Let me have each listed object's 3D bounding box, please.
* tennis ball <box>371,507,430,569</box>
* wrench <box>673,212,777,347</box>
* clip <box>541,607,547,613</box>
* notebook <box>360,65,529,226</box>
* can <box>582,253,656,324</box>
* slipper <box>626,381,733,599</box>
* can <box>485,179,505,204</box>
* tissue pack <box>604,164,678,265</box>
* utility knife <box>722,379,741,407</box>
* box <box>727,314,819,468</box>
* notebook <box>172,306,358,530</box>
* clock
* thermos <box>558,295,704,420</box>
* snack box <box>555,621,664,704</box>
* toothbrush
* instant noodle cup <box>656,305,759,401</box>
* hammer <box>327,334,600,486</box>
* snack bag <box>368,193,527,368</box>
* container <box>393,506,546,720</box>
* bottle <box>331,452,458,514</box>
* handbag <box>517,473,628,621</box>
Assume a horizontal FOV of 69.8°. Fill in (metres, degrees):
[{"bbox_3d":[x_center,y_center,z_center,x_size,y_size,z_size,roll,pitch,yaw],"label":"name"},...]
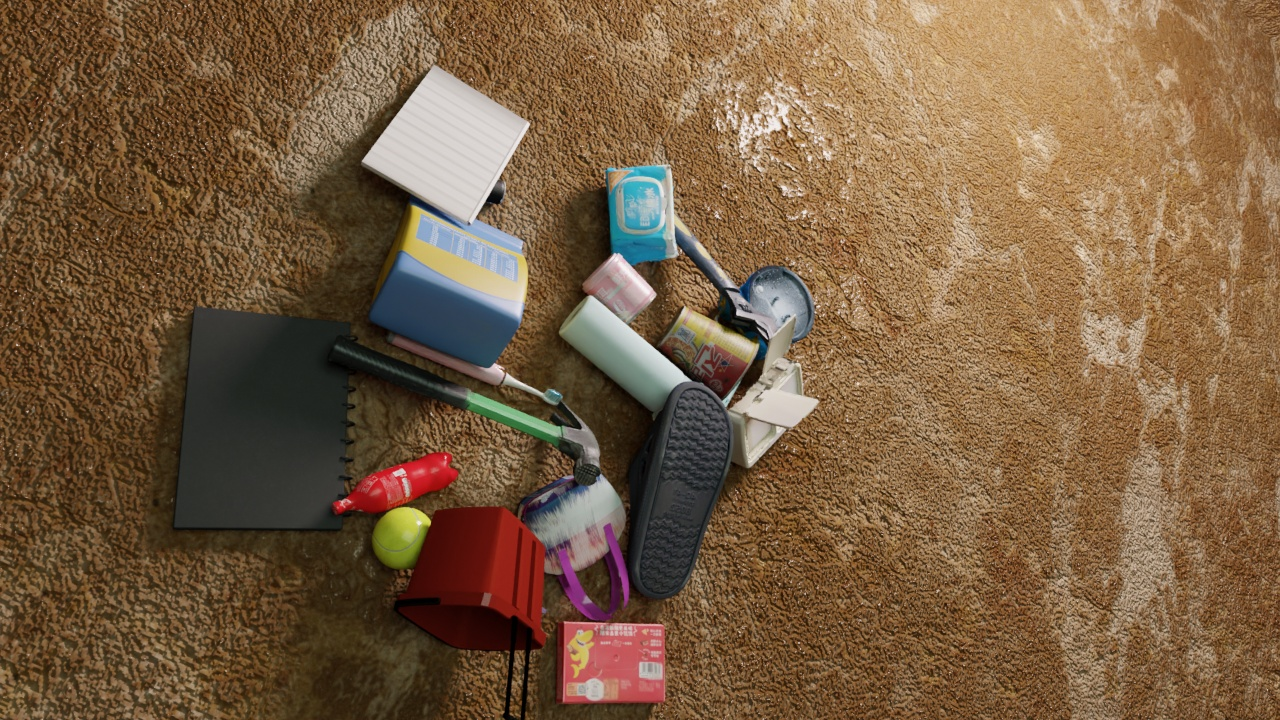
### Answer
[{"bbox_3d":[-0.251,0.189,0.973,0.065,0.065,0.065,10,69,-26],"label":"tennis ball"},{"bbox_3d":[0.100,-0.121,1.253,0.073,0.022,0.273,-12,58,-50],"label":"wrench"},{"bbox_3d":[-0.130,0.279,1.043,0.052,0.013,0.036,34,61,-18],"label":"clip"},{"bbox_3d":[-0.236,-0.272,1.145,0.142,0.009,0.209,29,50,-12],"label":"notebook"},{"bbox_3d":[-0.028,-0.092,1.195,0.076,0.067,0.067,46,57,-9],"label":"can"},{"bbox_3d":[0.038,0.159,1.146,0.110,0.083,0.268,17,85,-27],"label":"slipper"},{"bbox_3d":[-0.213,-0.220,1.156,0.080,0.032,0.031,10,68,-26],"label":"can"},{"bbox_3d":[0.002,-0.198,1.236,0.093,0.062,0.144,-4,74,-2],"label":"tissue pack"},{"bbox_3d":[0.109,0.062,1.252,0.158,0.015,0.022,-59,136,-29],"label":"utility knife"},{"bbox_3d":[0.186,0.055,1.199,0.101,0.187,0.144,33,57,23],"label":"box"},{"bbox_3d":[-0.389,0.062,0.968,0.169,0.019,0.231,6,71,-27],"label":"notebook"},{"bbox_3d":[0.173,-0.067,1.306,0.161,0.060,0.117,-26,88,-32],"label":"clock"},{"bbox_3d":[-0.007,0.007,1.174,0.207,0.065,0.078,40,97,-12],"label":"thermos"},{"bbox_3d":[-0.033,0.351,1.066,0.132,0.021,0.089,10,68,-26],"label":"snack box"},{"bbox_3d":[-0.193,0.008,1.092,0.222,0.027,0.027,24,36,-21],"label":"toothbrush"},{"bbox_3d":[0.084,-0.013,1.221,0.112,0.101,0.100,33,60,-6],"label":"instant noodle cup"},{"bbox_3d":[-0.193,0.046,1.036,0.318,0.032,0.130,24,21,-17],"label":"hammer"},{"bbox_3d":[-0.217,-0.110,1.084,0.159,0.103,0.204,23,40,-21],"label":"snack bag"},{"bbox_3d":[-0.167,0.264,0.933,0.148,0.127,0.200,60,30,-51],"label":"container"},{"bbox_3d":[-0.264,0.136,0.990,0.141,0.042,0.042,-19,83,-41],"label":"bottle"},{"bbox_3d":[-0.067,0.223,1.074,0.144,0.068,0.170,-24,93,-34],"label":"handbag"}]
